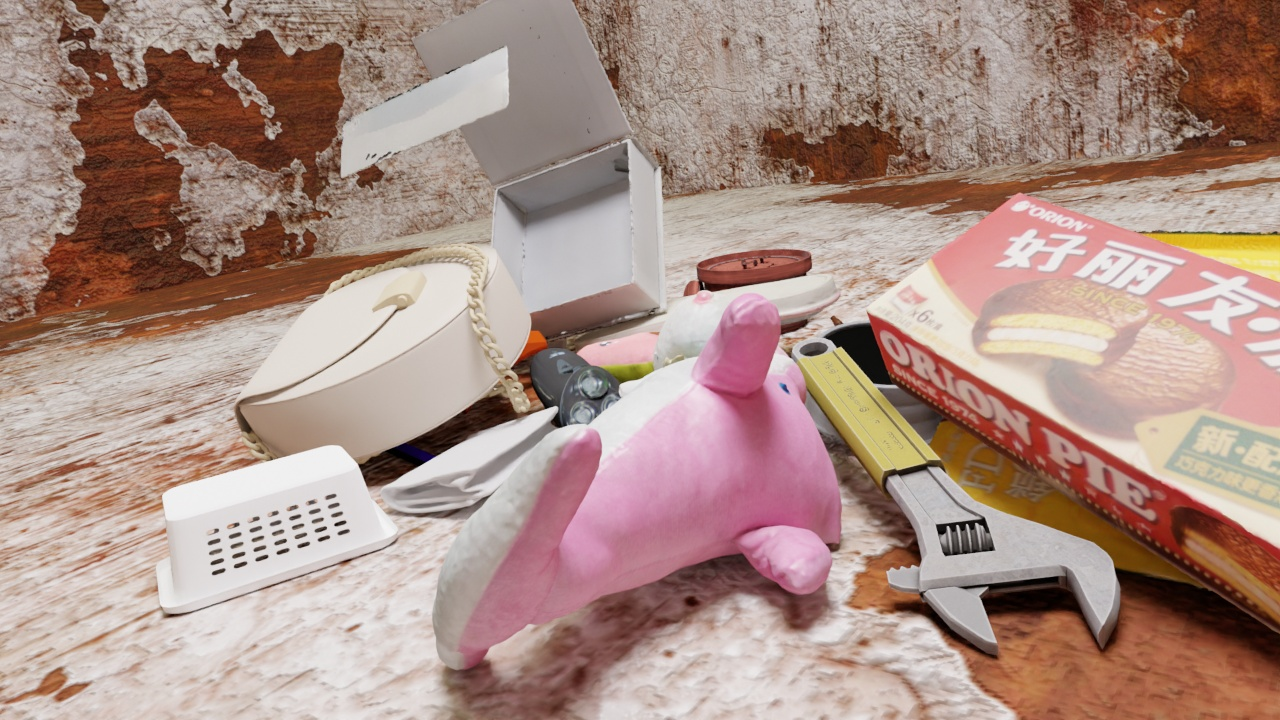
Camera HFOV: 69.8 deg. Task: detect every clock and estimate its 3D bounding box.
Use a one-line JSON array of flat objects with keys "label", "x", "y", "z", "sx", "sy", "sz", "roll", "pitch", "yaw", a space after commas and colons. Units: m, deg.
[{"label": "clock", "x": 0.108, "y": -0.070, "z": 0.956, "sx": 0.158, "sy": 0.072, "sz": 0.120, "roll": 5, "pitch": 19, "yaw": 40}, {"label": "clock", "x": 0.167, "y": 0.019, "z": 0.592, "sx": 0.148, "sy": 0.056, "sz": 0.103, "roll": 20, "pitch": 37, "yaw": 37}]

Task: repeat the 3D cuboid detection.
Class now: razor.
[{"label": "razor", "x": -0.051, "y": 0.017, "z": 0.697, "sx": 0.053, "sy": 0.064, "sz": 0.140, "roll": -14, "pitch": 27, "yaw": -20}]

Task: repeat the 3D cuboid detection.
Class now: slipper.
[{"label": "slipper", "x": 0.055, "y": -0.027, "z": 0.842, "sx": 0.275, "sy": 0.054, "sz": 0.113, "roll": -10, "pitch": 14, "yaw": 37}]

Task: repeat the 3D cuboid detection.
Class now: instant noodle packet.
[{"label": "instant noodle packet", "x": 0.256, "y": 0.025, "z": 0.473, "sx": 0.163, "sy": 0.084, "sz": 0.221, "roll": 11, "pitch": 44, "yaw": 44}]

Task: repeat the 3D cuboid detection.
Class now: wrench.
[{"label": "wrench", "x": 0.134, "y": 0.049, "z": 0.464, "sx": 0.083, "sy": 0.018, "sz": 0.273, "roll": -16, "pitch": 28, "yaw": -2}]

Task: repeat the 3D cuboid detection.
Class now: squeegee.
[{"label": "squeegee", "x": -0.160, "y": 0.017, "z": 0.792, "sx": 0.184, "sy": 0.055, "sz": 0.250, "roll": -27, "pitch": 22, "yaw": -33}]

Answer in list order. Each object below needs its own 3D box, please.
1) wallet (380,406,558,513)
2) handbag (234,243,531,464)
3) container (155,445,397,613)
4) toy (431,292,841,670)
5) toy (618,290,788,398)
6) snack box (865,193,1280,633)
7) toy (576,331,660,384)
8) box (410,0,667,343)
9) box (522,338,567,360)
[{"label": "wallet", "x": -0.106, "y": 0.070, "z": 0.614, "sx": 0.086, "sy": 0.032, "sz": 0.116, "roll": -13, "pitch": 11, "yaw": 31}, {"label": "handbag", "x": -0.188, "y": -0.004, "z": 0.709, "sx": 0.209, "sy": 0.103, "sz": 0.210, "roll": -20, "pitch": 26, "yaw": 11}, {"label": "container", "x": -0.217, "y": 0.092, "z": 0.537, "sx": 0.129, "sy": 0.049, "sz": 0.081, "roll": -15, "pitch": 16, "yaw": -27}, {"label": "toy", "x": 0.027, "y": 0.066, "z": 0.424, "sx": 0.128, "sy": 0.187, "sz": 0.264, "roll": 45, "pitch": 37, "yaw": 19}, {"label": "toy", "x": 0.029, "y": 0.009, "z": 0.608, "sx": 0.131, "sy": 0.106, "sz": 0.204, "roll": 5, "pitch": 18, "yaw": 30}, {"label": "snack box", "x": 0.223, "y": 0.008, "z": 0.411, "sx": 0.113, "sy": 0.060, "sz": 0.236, "roll": -35, "pitch": 36, "yaw": -8}, {"label": "toy", "x": -0.005, "y": 0.004, "z": 0.762, "sx": 0.110, "sy": 0.051, "sz": 0.090, "roll": -8, "pitch": 8, "yaw": 15}, {"label": "box", "x": -0.094, "y": -0.206, "z": 0.858, "sx": 0.167, "sy": 0.369, "sz": 0.149, "roll": -15, "pitch": 11, "yaw": 25}, {"label": "box", "x": -0.141, "y": -0.037, "z": 0.996, "sx": 0.108, "sy": 0.137, "sz": 0.124, "roll": -10, "pitch": 55, "yaw": -13}]
